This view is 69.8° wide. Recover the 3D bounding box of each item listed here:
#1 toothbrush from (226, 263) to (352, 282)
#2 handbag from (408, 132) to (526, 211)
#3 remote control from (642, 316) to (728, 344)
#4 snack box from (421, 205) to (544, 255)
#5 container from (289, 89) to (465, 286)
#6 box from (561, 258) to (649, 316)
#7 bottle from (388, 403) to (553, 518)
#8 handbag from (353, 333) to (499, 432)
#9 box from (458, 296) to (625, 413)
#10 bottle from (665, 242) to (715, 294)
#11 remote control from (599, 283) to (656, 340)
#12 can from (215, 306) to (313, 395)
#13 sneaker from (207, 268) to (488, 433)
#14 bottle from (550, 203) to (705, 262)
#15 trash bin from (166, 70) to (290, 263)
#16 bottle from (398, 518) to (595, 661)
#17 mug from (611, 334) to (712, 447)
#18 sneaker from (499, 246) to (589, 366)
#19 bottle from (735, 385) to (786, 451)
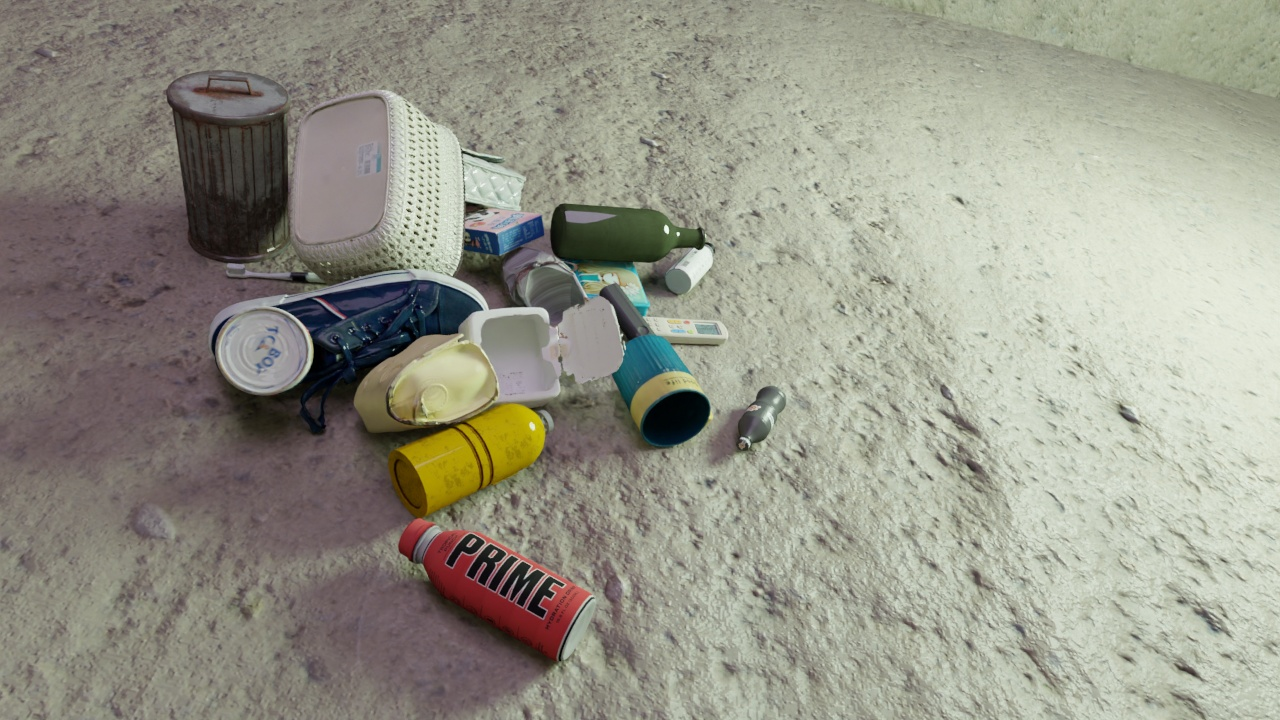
[{"bbox_3d":[-0.405,-0.103,1.119,0.186,0.017,0.012,3,55,-15],"label":"toothbrush"},{"bbox_3d":[-0.255,-0.262,1.264,0.139,0.072,0.194,21,10,26],"label":"handbag"},{"bbox_3d":[0.052,-0.038,1.184,0.125,0.018,0.038,2,39,-17],"label":"remote control"},{"bbox_3d":[-0.212,-0.175,1.218,0.154,0.033,0.087,13,31,36],"label":"snack box"},{"bbox_3d":[-0.309,-0.190,1.071,0.185,0.143,0.251,-9,70,12],"label":"container"},{"bbox_3d":[-0.058,-0.133,1.256,0.094,0.040,0.226,1,40,-18],"label":"box"},{"bbox_3d":[-0.158,0.090,0.904,0.163,0.071,0.071,-24,51,-37],"label":"bottle"},{"bbox_3d":[-0.217,0.027,0.914,0.111,0.081,0.119,-31,15,-33],"label":"handbag"},{"bbox_3d":[-0.105,-0.008,0.997,0.189,0.101,0.111,-10,82,-5],"label":"box"},{"bbox_3d":[0.075,-0.135,1.296,0.041,0.041,0.115,25,38,13],"label":"bottle"},{"bbox_3d":[-0.001,-0.036,1.136,0.033,0.015,0.146,-23,66,-31],"label":"remote control"},{"bbox_3d":[-0.360,-0.009,0.882,0.086,0.086,0.043,0,-1,-18],"label":"can"},{"bbox_3d":[-0.293,-0.015,0.972,0.294,0.121,0.127,-10,31,-25],"label":"sneaker"},{"bbox_3d":[-0.013,-0.167,1.222,0.206,0.072,0.071,0,39,-21],"label":"bottle"},{"bbox_3d":[-0.488,-0.239,1.104,0.131,0.212,0.130,9,37,-7],"label":"trash bin"},{"bbox_3d":[-0.129,0.191,0.792,0.177,0.062,0.062,25,38,14],"label":"bottle"},{"bbox_3d":[0.031,0.038,1.039,0.113,0.083,0.107,23,23,-39],"label":"mug"},{"bbox_3d":[-0.115,-0.091,1.114,0.099,0.090,0.236,-27,47,-14],"label":"sneaker"},{"bbox_3d":[0.136,0.068,1.057,0.036,0.036,0.109,25,38,14],"label":"bottle"}]
